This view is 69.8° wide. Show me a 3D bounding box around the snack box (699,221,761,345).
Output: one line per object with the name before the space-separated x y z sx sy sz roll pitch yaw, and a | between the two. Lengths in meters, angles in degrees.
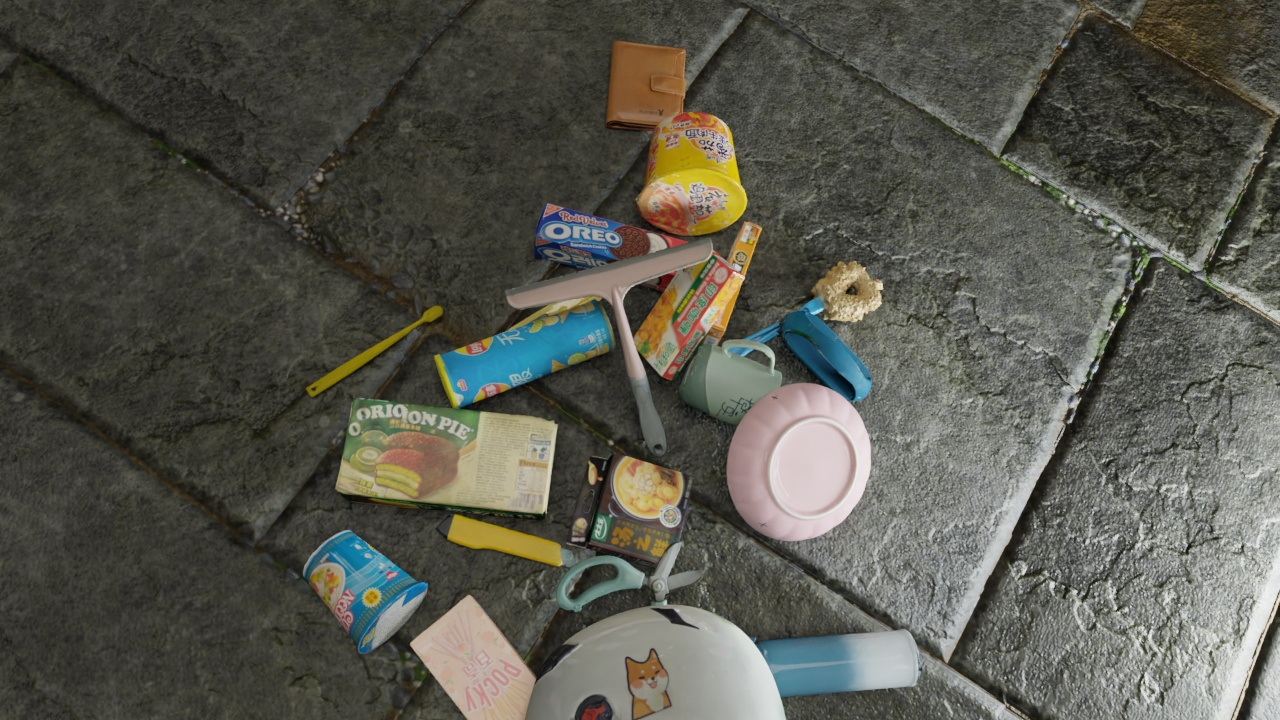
snack box | 0.113 -0.096 1.174 0.026 0.075 0.153 21 71 0

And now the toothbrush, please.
toothbrush | -0.325 -0.011 1.133 0.190 0.017 0.015 -35 79 -14

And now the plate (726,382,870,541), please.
plate | 0.196 0.124 1.084 0.192 0.039 0.192 -2 97 -20

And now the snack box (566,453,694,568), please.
snack box | -0.011 0.177 1.087 0.125 0.053 0.113 17 71 -6

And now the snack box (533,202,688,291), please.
snack box | -0.034 -0.142 1.184 0.207 0.058 0.057 16 68 -1

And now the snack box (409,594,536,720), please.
snack box | -0.175 0.349 1.022 0.084 0.026 0.157 -39 79 -16

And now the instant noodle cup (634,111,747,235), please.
instant noodle cup | 0.067 -0.247 1.194 0.138 0.138 0.109 3 63 -5

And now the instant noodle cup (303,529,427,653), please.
instant noodle cup | -0.309 0.248 1.012 0.110 0.099 0.099 38 72 15

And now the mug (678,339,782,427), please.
mug | 0.112 0.021 1.116 0.106 0.112 0.082 24 30 -2

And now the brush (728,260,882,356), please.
brush | 0.202 -0.053 1.193 0.254 0.046 0.083 -28 80 -10

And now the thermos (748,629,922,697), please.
thermos | 0.202 0.344 1.042 0.220 0.070 0.070 -2 72 -7

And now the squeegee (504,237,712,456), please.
squeegee | -0.006 0.006 1.083 0.248 0.040 0.250 -15 107 2

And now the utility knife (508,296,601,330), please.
utility knife | -0.130 -0.045 1.167 0.212 0.022 0.031 -33 78 -10

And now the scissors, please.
scissors | -0.005 0.290 1.042 0.170 0.019 0.181 -11 90 -5

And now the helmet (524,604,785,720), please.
helmet | 0.010 0.332 0.938 0.274 0.230 0.156 -5 66 11

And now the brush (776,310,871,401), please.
brush | 0.233 -0.005 1.142 0.144 0.073 0.055 44 85 -8

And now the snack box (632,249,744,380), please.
snack box | 0.056 -0.060 1.124 0.156 0.027 0.077 -56 47 15

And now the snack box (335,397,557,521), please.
snack box | -0.222 0.117 1.075 0.240 0.063 0.114 6 71 -4

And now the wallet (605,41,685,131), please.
wallet | 0.009 -0.382 1.284 0.108 0.031 0.131 5 72 -3

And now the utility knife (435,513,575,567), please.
utility knife | -0.156 0.214 1.075 0.170 0.015 0.033 16 77 -2

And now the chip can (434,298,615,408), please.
chip can | -0.139 -0.008 1.117 0.210 0.071 0.071 -21 75 -14
